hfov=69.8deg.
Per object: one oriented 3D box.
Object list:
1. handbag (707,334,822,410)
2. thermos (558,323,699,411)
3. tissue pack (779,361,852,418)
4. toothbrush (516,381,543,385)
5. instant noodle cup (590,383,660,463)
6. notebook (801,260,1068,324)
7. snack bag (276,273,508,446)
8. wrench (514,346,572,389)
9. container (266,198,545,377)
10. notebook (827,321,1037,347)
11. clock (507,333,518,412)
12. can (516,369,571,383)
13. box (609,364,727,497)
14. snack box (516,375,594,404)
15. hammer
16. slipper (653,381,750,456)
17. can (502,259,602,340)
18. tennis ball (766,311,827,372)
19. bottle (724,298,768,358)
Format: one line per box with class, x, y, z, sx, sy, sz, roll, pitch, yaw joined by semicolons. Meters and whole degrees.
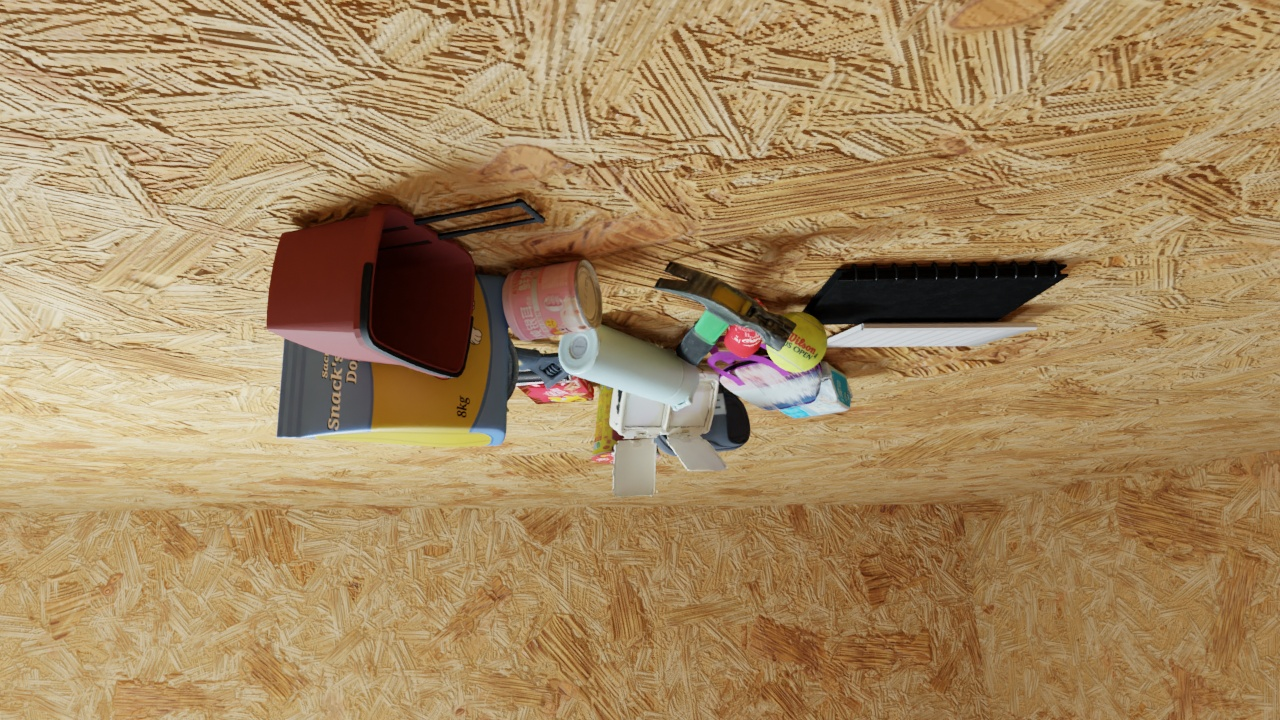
handbag;0.147;0.008;1.169;0.145;0.068;0.169;-15;155;37
thermos;-0.006;0.006;1.095;0.065;0.077;0.206;-31;150;29
tissue pack;0.241;0.042;1.295;0.093;0.061;0.144;-10;166;22
toothbrush;-0.138;0.018;1.210;0.223;0.026;0.027;-5;145;10
instant noodle cup;-0.023;0.086;1.318;0.100;0.112;0.100;-2;166;-1
notebook;0.301;-0.068;0.968;0.231;0.019;0.169;-1;167;-4
snack bag;-0.229;-0.001;0.864;0.205;0.159;0.102;2;166;-11
wrench;-0.162;-0.007;1.085;0.273;0.022;0.074;13;130;-35
container;-0.181;-0.057;0.747;0.201;0.127;0.148;-1;167;21
notebook;0.341;-0.030;1.103;0.209;0.009;0.143;-1;173;-8
clock;-0.212;0.006;0.991;0.161;0.116;0.060;6;175;-26
can;-0.129;0.012;1.177;0.080;0.031;0.031;-3;166;3
box;0.041;0.094;1.210;0.144;0.186;0.101;-1;-175;-24
snack box;-0.119;0.036;1.291;0.089;0.021;0.133;-4;165;6
hammer;0.069;-0.032;0.968;0.130;0.032;0.319;30;171;1
slipper;0.103;0.083;1.347;0.083;0.110;0.267;-17;163;35
can;-0.082;-0.056;0.855;0.076;0.067;0.067;-8;165;16
tennis ball;0.169;-0.020;0.991;0.065;0.065;0.065;-2;166;-1
bottle;0.117;-0.039;1.001;0.042;0.042;0.142;-2;165;0
